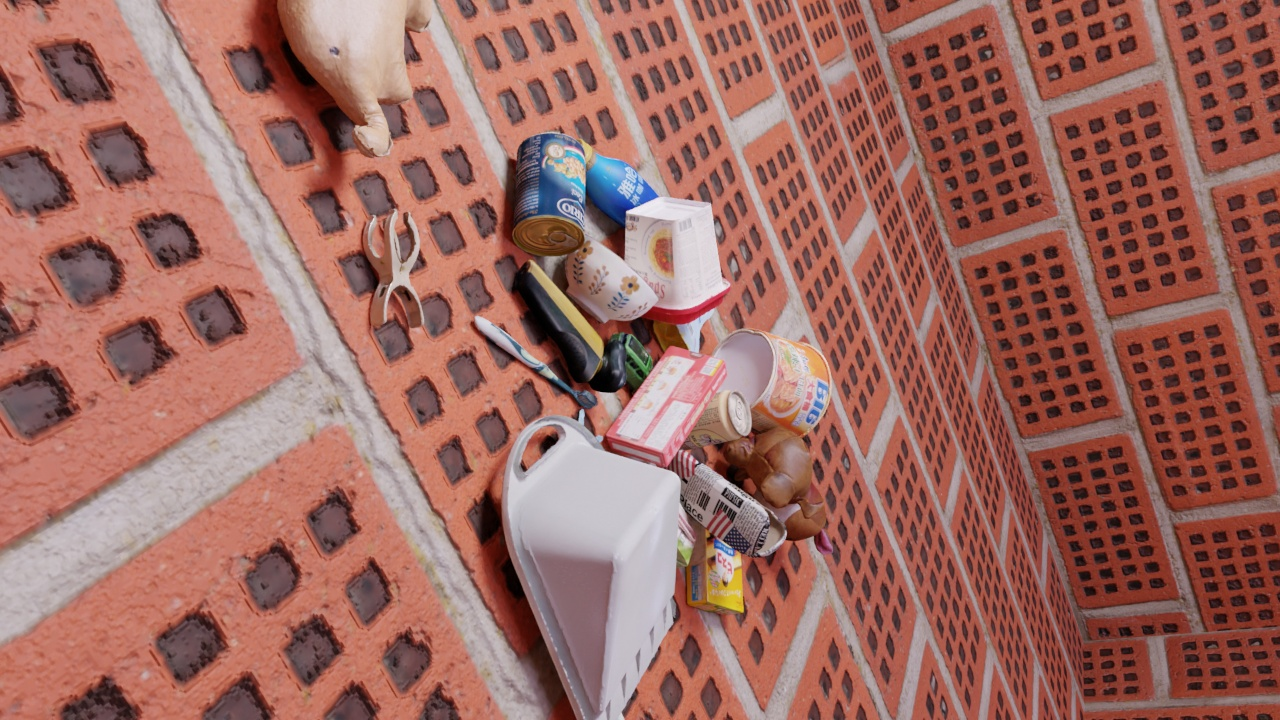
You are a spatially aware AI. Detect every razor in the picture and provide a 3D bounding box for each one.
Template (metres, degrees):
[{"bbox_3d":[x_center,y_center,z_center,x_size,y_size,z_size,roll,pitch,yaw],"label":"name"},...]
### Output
[{"bbox_3d":[-0.073,-0.036,0.970,0.067,0.062,0.167,-47,115,-21],"label":"razor"}]

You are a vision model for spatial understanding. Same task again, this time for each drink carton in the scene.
[{"bbox_3d":[0.020,0.173,1.028,0.122,0.046,0.053,59,33,-24],"label":"drink carton"}]

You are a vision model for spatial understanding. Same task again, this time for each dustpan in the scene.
[{"bbox_3d":[-0.054,0.191,0.898,0.222,0.143,0.258,-42,142,-60],"label":"dustpan"}]

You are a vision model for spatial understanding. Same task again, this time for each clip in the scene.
[{"bbox_3d":[-0.210,-0.077,0.785,0.071,0.035,0.100,4,77,-59],"label":"clip"}]

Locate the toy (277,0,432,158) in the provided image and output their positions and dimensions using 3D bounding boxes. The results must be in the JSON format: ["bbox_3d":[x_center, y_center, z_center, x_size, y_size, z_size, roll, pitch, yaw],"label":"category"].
[{"bbox_3d":[-0.244,-0.274,0.774,0.143,0.083,0.225,27,56,-40],"label":"toy"}]

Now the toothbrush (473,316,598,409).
[{"bbox_3d":[-0.102,0.004,0.935,0.191,0.018,0.016,41,44,-43],"label":"toothbrush"}]

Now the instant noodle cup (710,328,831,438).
[{"bbox_3d":[0.165,0.029,1.244,0.111,0.152,0.151,24,56,-42],"label":"instant noodle cup"}]

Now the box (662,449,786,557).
[{"bbox_3d":[0.088,0.158,1.044,0.076,0.163,0.088,-39,140,-18],"label":"box"}]

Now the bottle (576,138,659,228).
[{"bbox_3d":[-0.016,-0.197,1.124,0.218,0.065,0.065,36,48,-45],"label":"bottle"}]

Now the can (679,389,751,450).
[{"bbox_3d":[0.067,0.073,1.081,0.058,0.117,0.058,31,51,-48],"label":"can"}]

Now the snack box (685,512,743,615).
[{"bbox_3d":[0.090,0.236,1.127,0.087,0.034,0.140,32,52,-48],"label":"snack box"}]

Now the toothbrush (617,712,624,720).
[{"bbox_3d":[-0.049,0.281,0.891,0.029,0.020,0.189,-145,-146,-81],"label":"toothbrush"}]

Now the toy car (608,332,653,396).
[{"bbox_3d":[-0.006,0.006,1.075,0.091,0.036,0.043,54,35,-37],"label":"toy car"}]

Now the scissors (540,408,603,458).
[{"bbox_3d":[-0.063,0.112,0.953,0.134,0.017,0.113,-38,107,-61],"label":"scissors"}]

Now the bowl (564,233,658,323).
[{"bbox_3d":[-0.042,-0.081,1.010,0.062,0.113,0.113,-50,130,-5],"label":"bowl"}]

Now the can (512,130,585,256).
[{"bbox_3d":[-0.096,-0.177,0.973,0.075,0.075,0.111,31,50,-49],"label":"can"}]

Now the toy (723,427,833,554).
[{"bbox_3d":[0.189,0.184,1.232,0.140,0.130,0.199,49,-3,42],"label":"toy"}]

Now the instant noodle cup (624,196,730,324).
[{"bbox_3d":[0.037,-0.122,1.086,0.116,0.116,0.124,-32,127,-44],"label":"instant noodle cup"}]

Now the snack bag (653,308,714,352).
[{"bbox_3d":[0.064,-0.081,1.226,0.110,0.039,0.190,51,35,-24],"label":"snack bag"}]

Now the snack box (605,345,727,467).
[{"bbox_3d":[0.032,0.049,1.037,0.152,0.075,0.025,-54,145,-34],"label":"snack box"}]
